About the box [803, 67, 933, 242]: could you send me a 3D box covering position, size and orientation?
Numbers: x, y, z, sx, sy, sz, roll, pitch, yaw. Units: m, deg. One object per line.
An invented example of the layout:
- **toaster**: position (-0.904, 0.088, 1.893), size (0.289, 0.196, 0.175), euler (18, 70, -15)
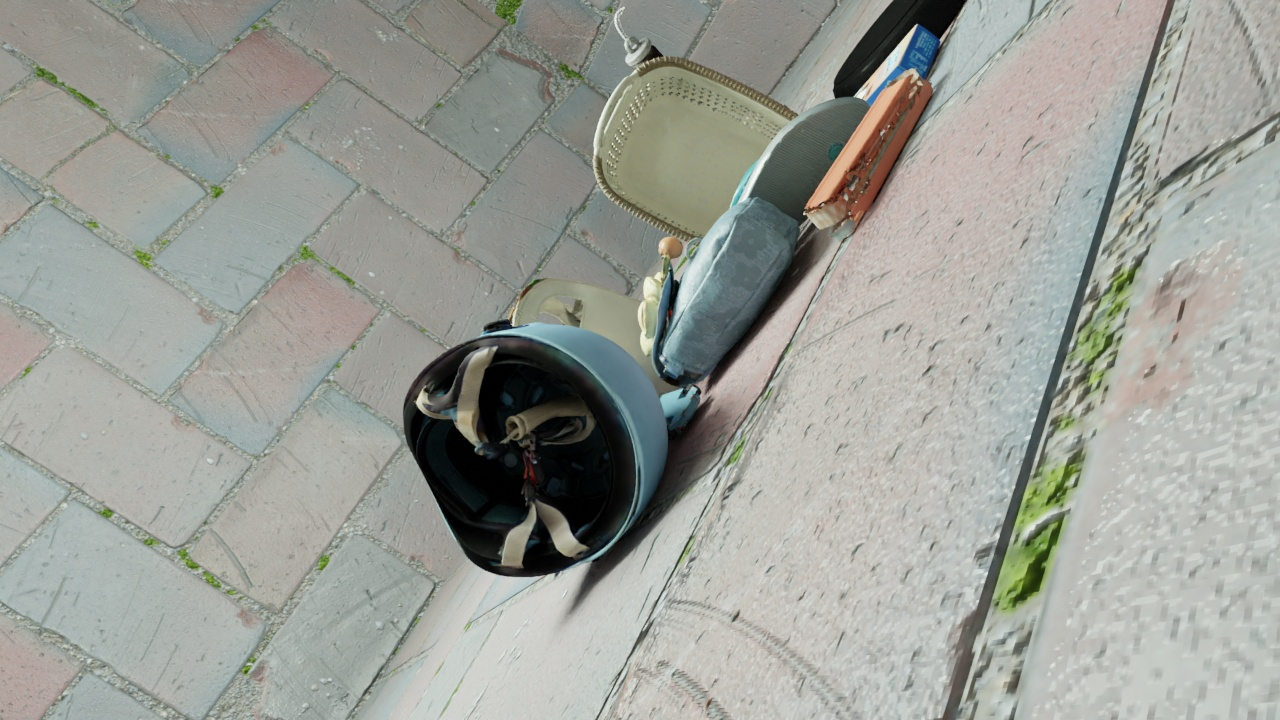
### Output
- **box**: position (0.194, -0.182, 0.780), size (0.186, 0.056, 0.059), euler (-56, -27, -25)

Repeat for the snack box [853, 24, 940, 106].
- **snack box**: position (0.238, -0.262, 0.941), size (0.152, 0.034, 0.087), euler (-49, 9, 52)

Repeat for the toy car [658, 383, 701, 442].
- **toy car**: position (0.030, 0.057, 0.878), size (0.060, 0.027, 0.108), euler (-58, 16, -24)

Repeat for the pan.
- **pan**: position (0.253, -0.327, 1.082), size (0.357, 0.044, 0.203), euler (-46, 11, 41)

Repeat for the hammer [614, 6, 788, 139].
- **hammer**: position (0.076, -0.316, 1.185), size (0.080, 0.326, 0.176), euler (9, 64, 58)

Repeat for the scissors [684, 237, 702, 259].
- **scissors**: position (0.106, -0.120, 0.988), size (0.141, 0.014, 0.175), euler (-19, -46, -25)

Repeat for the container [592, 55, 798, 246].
- **container**: position (0.075, -0.228, 1.067), size (0.184, 0.246, 0.143), euler (-63, 0, 5)

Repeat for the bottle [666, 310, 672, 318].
- **bottle**: position (-0.007, 0.007, 1.136), size (0.062, 0.062, 0.177), euler (-89, 22, -81)

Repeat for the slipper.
- **slipper**: position (0.127, -0.161, 0.934), size (0.269, 0.098, 0.054), euler (-54, 41, 27)

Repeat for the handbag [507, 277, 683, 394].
- **handbag**: position (-0.059, 0.002, 1.001), size (0.093, 0.199, 0.200), euler (-50, 22, 36)

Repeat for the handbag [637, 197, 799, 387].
- **handbag**: position (0.064, -0.074, 0.886), size (0.192, 0.118, 0.121), euler (-58, 0, 32)

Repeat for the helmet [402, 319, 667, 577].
- **helmet**: position (-0.079, 0.065, 0.827), size (0.266, 0.225, 0.166), euler (-19, 8, 42)
